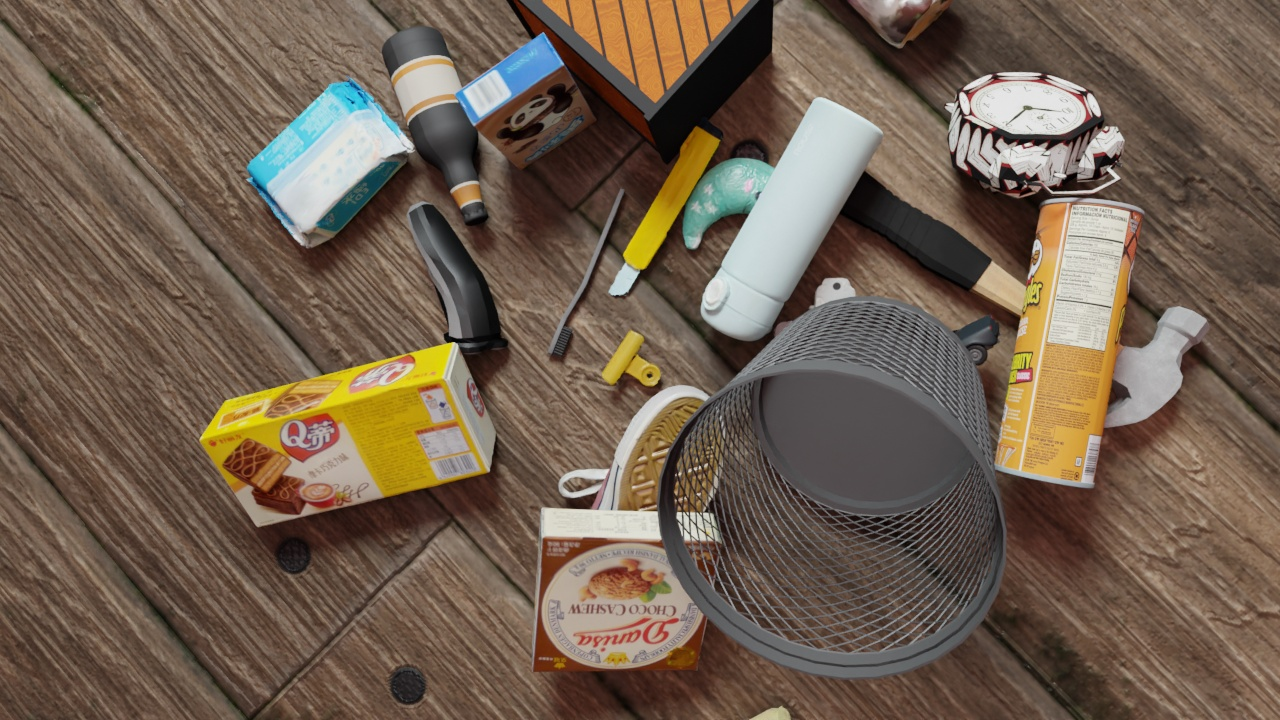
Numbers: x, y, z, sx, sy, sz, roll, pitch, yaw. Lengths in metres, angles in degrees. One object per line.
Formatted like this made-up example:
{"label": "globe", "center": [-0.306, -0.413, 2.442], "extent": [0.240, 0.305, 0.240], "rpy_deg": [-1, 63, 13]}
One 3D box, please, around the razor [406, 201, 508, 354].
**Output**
{"label": "razor", "center": [-0.174, -0.078, 0.846], "extent": [0.060, 0.057, 0.156], "rpy_deg": [-22, 85, 39]}

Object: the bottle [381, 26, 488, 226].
{"label": "bottle", "center": [-0.181, -0.211, 0.844], "extent": [0.059, 0.059, 0.181], "rpy_deg": [-21, 86, 7]}

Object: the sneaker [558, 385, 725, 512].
{"label": "sneaker", "center": [-0.002, 0.117, 0.798], "extent": [0.118, 0.087, 0.241], "rpy_deg": [21, 113, -15]}

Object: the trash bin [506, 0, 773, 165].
{"label": "trash bin", "center": [0.001, -0.292, 0.781], "extent": [0.172, 0.139, 0.140], "rpy_deg": [44, 94, 7]}

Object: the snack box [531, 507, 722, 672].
{"label": "snack box", "center": [-0.015, 0.193, 0.762], "extent": [0.143, 0.041, 0.147], "rpy_deg": [3, 118, -8]}

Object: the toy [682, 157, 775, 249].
{"label": "toy", "center": [0.092, -0.138, 0.820], "extent": [0.105, 0.033, 0.085], "rpy_deg": [6, 100, 7]}

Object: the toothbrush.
{"label": "toothbrush", "center": [-0.048, -0.081, 0.846], "extent": [0.013, 0.013, 0.167], "rpy_deg": [22, 92, 0]}

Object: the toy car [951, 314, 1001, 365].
{"label": "toy car", "center": [0.249, 0.000, 0.769], "extent": [0.112, 0.046, 0.034], "rpy_deg": [-38, 93, 31]}

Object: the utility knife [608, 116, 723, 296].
{"label": "utility knife", "center": [0.019, -0.135, 0.826], "extent": [0.030, 0.017, 0.179], "rpy_deg": [36, 101, 20]}

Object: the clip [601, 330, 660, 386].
{"label": "clip", "center": [-0.006, 0.004, 0.830], "extent": [0.049, 0.044, 0.054], "rpy_deg": [35, 92, 32]}

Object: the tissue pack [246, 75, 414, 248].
{"label": "tissue pack", "center": [-0.287, -0.184, 0.858], "extent": [0.144, 0.061, 0.093], "rpy_deg": [-42, 85, 7]}

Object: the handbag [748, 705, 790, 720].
{"label": "handbag", "center": [0.106, 0.372, 0.781], "extent": [0.111, 0.081, 0.119], "rpy_deg": [-32, 86, 13]}

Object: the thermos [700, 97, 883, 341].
{"label": "thermos", "center": [0.123, -0.113, 0.774], "extent": [0.065, 0.077, 0.207], "rpy_deg": [43, 110, 42]}

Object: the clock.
{"label": "clock", "center": [0.318, -0.170, 0.743], "extent": [0.114, 0.065, 0.154], "rpy_deg": [-13, 45, -8]}

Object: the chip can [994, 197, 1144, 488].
{"label": "chip can", "center": [0.335, -0.013, 0.722], "extent": [0.075, 0.075, 0.215], "rpy_deg": [10, 92, 8]}

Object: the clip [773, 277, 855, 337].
{"label": "clip", "center": [0.169, -0.044, 0.801], "extent": [0.102, 0.050, 0.058], "rpy_deg": [3, 101, 7]}

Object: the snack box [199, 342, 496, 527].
{"label": "snack box", "center": [-0.257, 0.067, 0.821], "extent": [0.230, 0.061, 0.110], "rpy_deg": [-14, 122, 8]}

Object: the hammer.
{"label": "hammer", "center": [0.304, -0.064, 0.785], "extent": [0.328, 0.039, 0.131], "rpy_deg": [35, 94, 8]}

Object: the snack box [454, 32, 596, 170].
{"label": "snack box", "center": [-0.094, -0.216, 0.786], "extent": [0.087, 0.151, 0.034], "rpy_deg": [-32, 85, 5]}

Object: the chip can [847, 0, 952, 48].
{"label": "chip can", "center": [0.170, -0.374, 0.794], "extent": [0.080, 0.080, 0.229], "rpy_deg": [-44, 83, 4]}

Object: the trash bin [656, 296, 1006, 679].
{"label": "trash bin", "center": [0.152, 0.072, 0.677], "extent": [0.218, 0.226, 0.218], "rpy_deg": [7, 111, 19]}
